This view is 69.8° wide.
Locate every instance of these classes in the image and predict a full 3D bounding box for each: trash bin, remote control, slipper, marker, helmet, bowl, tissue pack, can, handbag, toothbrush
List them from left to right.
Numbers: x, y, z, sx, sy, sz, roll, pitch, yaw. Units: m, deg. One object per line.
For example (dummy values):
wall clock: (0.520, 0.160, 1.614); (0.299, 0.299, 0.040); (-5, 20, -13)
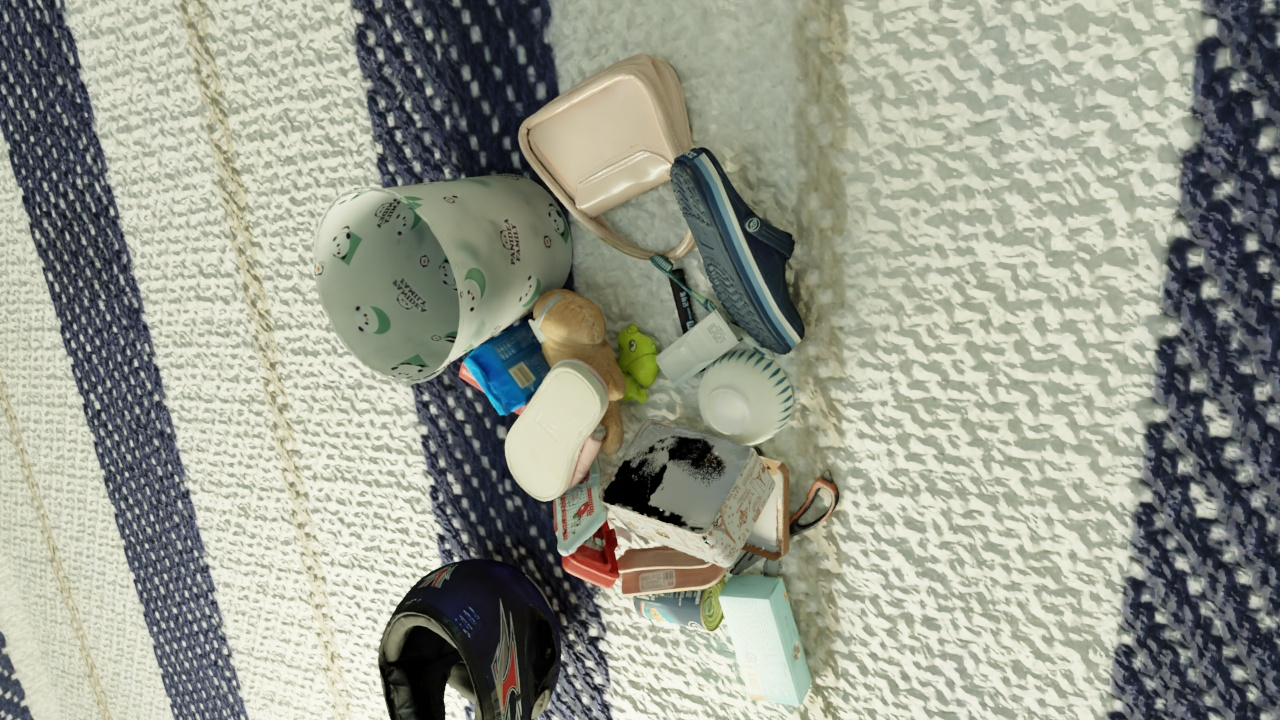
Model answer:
trash bin: (-0.229, -0.121, 1.136); (0.230, 0.251, 0.230); (12, 114, 27)
helmet: (-0.235, 0.453, 1.371); (0.248, 0.239, 0.315); (-9, 93, 33)
tissue pack: (-0.165, 0.008, 1.209); (0.052, 0.156, 0.095); (-33, 93, 29)
slipper: (-0.102, 0.087, 1.167); (0.114, 0.054, 0.275); (40, 137, 10)
handbag: (-0.013, -0.219, 1.079); (0.194, 0.093, 0.234); (-20, 106, 35)
can: (0.053, 0.320, 1.247); (0.111, 0.075, 0.075); (2, 110, 31)
marker: (0.057, -0.049, 1.132); (0.022, 0.020, 0.132); (2, 112, 48)
remote control: (0.068, -0.014, 1.109); (0.049, 0.024, 0.125); (53, 131, 3)
toothbrush: (0.087, -0.065, 1.094); (0.191, 0.016, 0.018); (40, 125, 2)
bowl: (0.118, 0.052, 1.104); (0.117, 0.066, 0.116); (12, 114, 28)
slipper: (0.118, -0.127, 1.022); (0.095, 0.105, 0.253); (-32, 110, -6)

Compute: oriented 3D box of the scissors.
scissors: (0.173, 0.206, 1.165); (0.189, 0.015, 0.226); (-13, 103, 35)

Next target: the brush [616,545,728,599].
brush: (0.043, 0.269, 1.188); (0.146, 0.063, 0.073); (-10, 144, 22)

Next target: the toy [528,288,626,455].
toy: (-0.070, 0.012, 1.169); (0.143, 0.082, 0.226); (37, 150, 56)

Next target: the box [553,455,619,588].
box: (-0.062, 0.201, 1.211); (0.095, 0.201, 0.101); (27, 101, -14)

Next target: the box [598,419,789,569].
box: (0.082, 0.179, 1.142); (0.183, 0.154, 0.185); (12, 148, 42)

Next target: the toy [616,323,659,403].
toy: (-0.007, 0.007, 1.185); (0.100, 0.031, 0.096); (-32, 85, 43)

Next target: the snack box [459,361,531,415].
snack box: (-0.170, 0.037, 1.271); (0.153, 0.075, 0.026); (30, 121, 19)

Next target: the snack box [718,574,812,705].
snack box: (0.165, 0.367, 1.205); (0.074, 0.051, 0.175); (-6, 111, 33)
